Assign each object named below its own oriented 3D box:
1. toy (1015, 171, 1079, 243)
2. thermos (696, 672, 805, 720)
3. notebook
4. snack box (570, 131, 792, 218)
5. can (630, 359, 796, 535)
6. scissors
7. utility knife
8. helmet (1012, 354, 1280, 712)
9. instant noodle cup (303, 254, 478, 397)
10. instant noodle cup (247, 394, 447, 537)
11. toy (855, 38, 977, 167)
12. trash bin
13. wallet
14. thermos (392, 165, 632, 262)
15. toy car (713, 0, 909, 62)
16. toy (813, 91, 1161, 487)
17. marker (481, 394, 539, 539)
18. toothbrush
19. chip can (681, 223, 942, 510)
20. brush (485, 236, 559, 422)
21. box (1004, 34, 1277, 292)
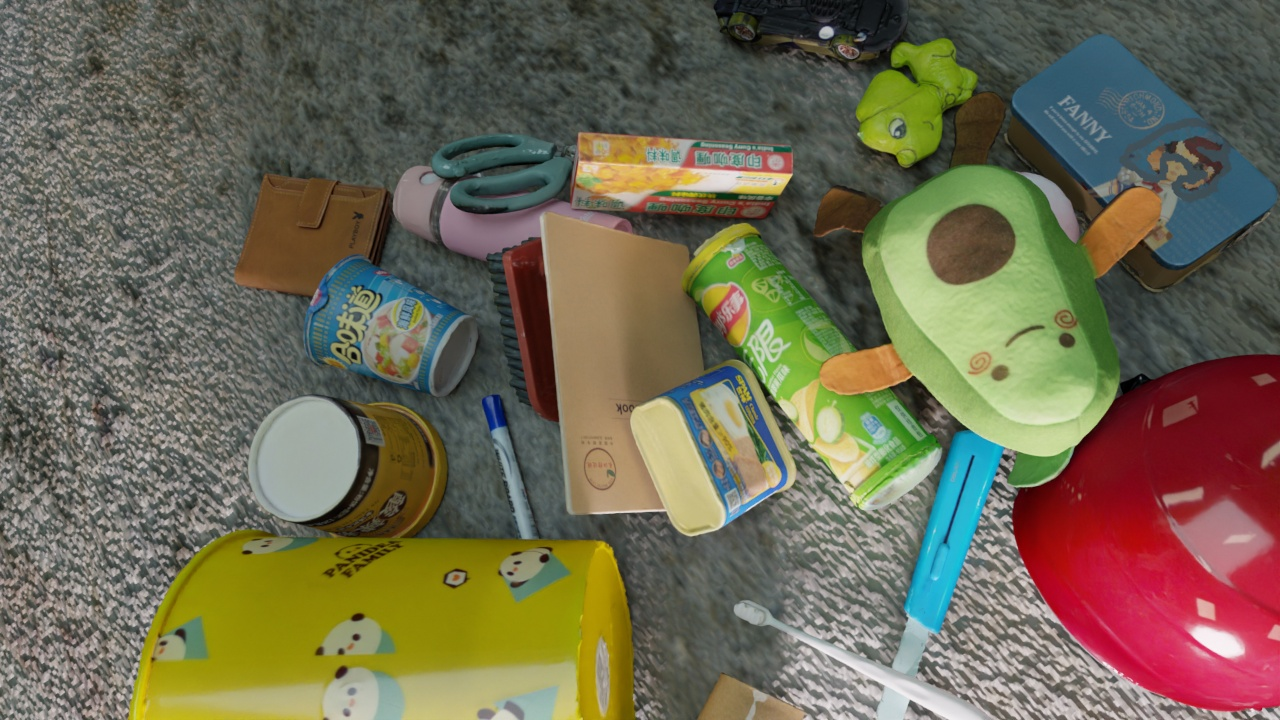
[{"bbox_3d":[0.244,-0.059,0.646,0.121,0.054,0.159,-3,75,22],"label":"toy"},{"bbox_3d":[0.052,0.284,0.598,0.093,0.093,0.143,19,74,19],"label":"thermos"},{"bbox_3d":[-0.004,0.004,0.654,0.008,0.147,0.207,-20,71,44],"label":"notebook"},{"bbox_3d":[0.028,-0.137,0.684,0.155,0.077,0.027,2,74,-8],"label":"snack box"},{"bbox_3d":[0.049,0.060,0.636,0.057,0.083,0.102,-27,86,46],"label":"can"},{"bbox_3d":[-0.074,-0.151,0.733,0.180,0.019,0.143,-7,41,-12],"label":"scissors"},{"bbox_3d":[0.202,0.148,0.626,0.034,0.018,0.218,18,83,18],"label":"utility knife"},{"bbox_3d":[0.356,0.089,0.535,0.240,0.144,0.207,-40,68,2],"label":"helmet"},{"bbox_3d":[-0.196,-0.021,0.740,0.110,0.099,0.099,22,83,11],"label":"instant noodle cup"},{"bbox_3d":[-0.226,0.082,0.706,0.118,0.114,0.118,-4,75,13],"label":"instant noodle cup"},{"bbox_3d":[0.207,-0.200,0.704,0.100,0.031,0.096,-27,71,3],"label":"toy"},{"bbox_3d":[-0.143,0.219,0.600,0.255,0.229,0.229,-5,75,8],"label":"trash bin"},{"bbox_3d":[-0.289,-0.115,0.819,0.131,0.035,0.119,9,85,16],"label":"wallet"},{"bbox_3d":[-0.103,-0.115,0.754,0.199,0.067,0.087,19,50,20],"label":"thermos"},{"bbox_3d":[0.136,-0.280,0.737,0.158,0.042,0.070,19,82,20],"label":"toy car"},{"bbox_3d":[0.213,-0.047,0.581,0.227,0.090,0.246,-32,64,19],"label":"toy"},{"bbox_3d":[-0.100,0.096,0.720,0.017,0.017,0.145,-21,72,9],"label":"marker"},{"bbox_3d":[0.145,0.203,0.618,0.180,0.016,0.016,20,90,24],"label":"toothbrush"},{"bbox_3d":[0.119,0.004,0.655,0.072,0.072,0.221,-38,70,3],"label":"chip can"},{"bbox_3d":[-0.066,-0.019,0.688,0.069,0.063,0.146,11,118,35],"label":"brush"},{"bbox_3d":[0.337,-0.142,0.640,0.090,0.061,0.184,-38,72,3],"label":"box"}]
